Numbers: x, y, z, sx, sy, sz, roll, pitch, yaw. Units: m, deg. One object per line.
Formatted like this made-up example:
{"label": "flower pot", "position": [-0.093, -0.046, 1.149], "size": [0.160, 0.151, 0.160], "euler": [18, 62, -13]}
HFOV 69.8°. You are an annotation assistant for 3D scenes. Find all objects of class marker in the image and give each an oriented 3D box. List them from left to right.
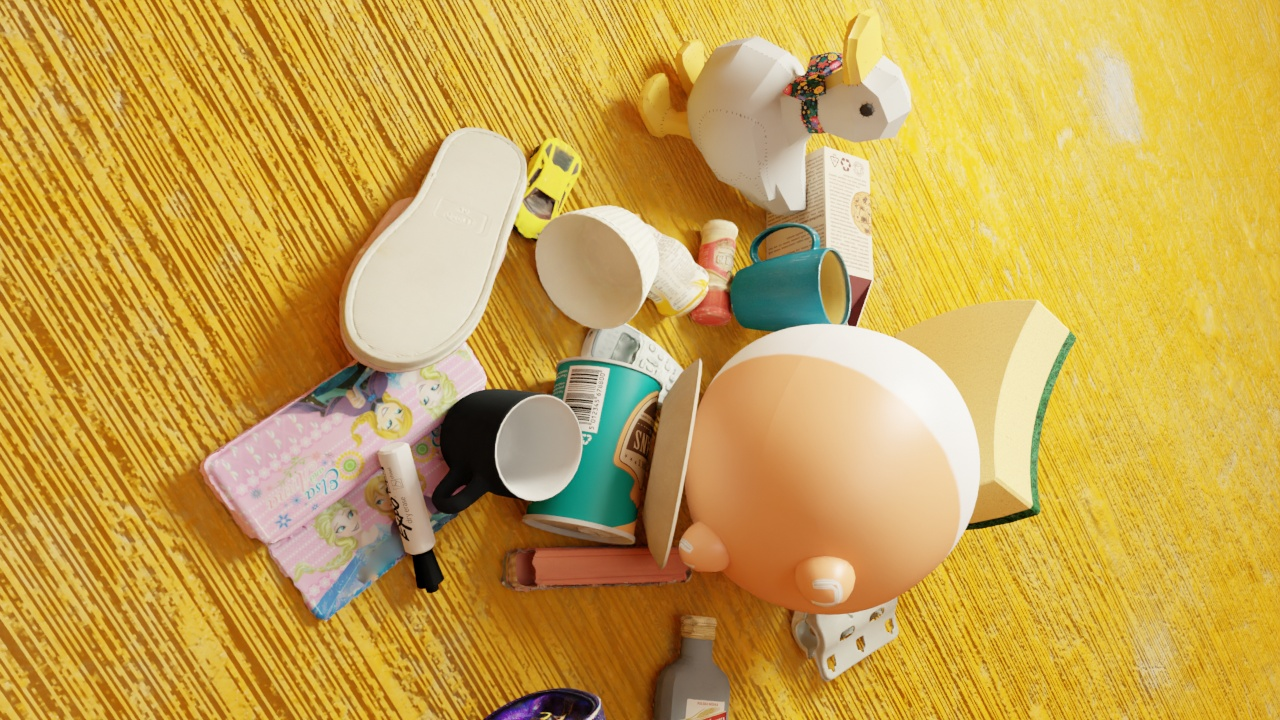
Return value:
{"label": "marker", "position": [-0.182, 0.128, 0.736], "size": [0.025, 0.025, 0.126], "euler": [-21, 105, -35]}

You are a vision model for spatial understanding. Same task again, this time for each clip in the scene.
{"label": "clip", "position": [0.212, 0.252, 0.986], "size": [0.124, 0.082, 0.147], "euler": [-18, 89, -37]}

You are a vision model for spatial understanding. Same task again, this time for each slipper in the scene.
{"label": "slipper", "position": [-0.170, -0.095, 0.782], "size": [0.114, 0.055, 0.273], "euler": [25, 53, -7]}

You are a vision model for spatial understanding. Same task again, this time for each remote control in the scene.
{"label": "remote control", "position": [-0.005, 0.005, 0.898], "size": [0.114, 0.028, 0.060], "euler": [36, 63, -23]}

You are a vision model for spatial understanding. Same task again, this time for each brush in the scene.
{"label": "brush", "position": [0.358, 0.061, 1.028], "size": [0.075, 0.195, 0.249], "euler": [35, 64, -24]}

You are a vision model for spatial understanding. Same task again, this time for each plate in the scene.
{"label": "plate", "position": [0.024, 0.088, 0.814], "size": [0.027, 0.189, 0.188], "euler": [10, 72, 1]}

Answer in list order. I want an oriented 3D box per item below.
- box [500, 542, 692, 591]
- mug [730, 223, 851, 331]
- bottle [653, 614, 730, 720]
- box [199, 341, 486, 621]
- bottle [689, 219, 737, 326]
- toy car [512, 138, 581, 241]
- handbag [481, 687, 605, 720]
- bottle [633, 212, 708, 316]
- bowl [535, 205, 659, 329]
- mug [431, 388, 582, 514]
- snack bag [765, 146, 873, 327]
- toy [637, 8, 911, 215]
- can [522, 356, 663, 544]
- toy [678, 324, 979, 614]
{"label": "box", "position": [-0.034, 0.187, 0.835], "size": [0.186, 0.053, 0.058], "euler": [4, 110, -32]}
{"label": "mug", "position": [0.149, -0.083, 0.935], "size": [0.084, 0.104, 0.112], "euler": [-6, 91, -56]}
{"label": "bottle", "position": [0.049, 0.323, 0.862], "size": [0.072, 0.046, 0.161], "euler": [15, 73, -31]}
{"label": "box", "position": [-0.211, 0.081, 0.748], "size": [0.229, 0.035, 0.159], "euler": [-39, 108, -32]}
{"label": "bottle", "position": [0.079, -0.092, 0.964], "size": [0.044, 0.044, 0.109], "euler": [16, 72, -31]}
{"label": "toy car", "position": [-0.091, -0.162, 0.873], "size": [0.049, 0.030, 0.106], "euler": [31, 67, -27]}
{"label": "handbag", "position": [-0.078, 0.387, 0.719], "size": [0.221, 0.126, 0.205], "euler": [-14, 89, -36]}
{"label": "bottle", "position": [0.017, -0.096, 0.913], "size": [0.108, 0.063, 0.063], "euler": [48, 59, -16]}
{"label": "bowl", "position": [-0.034, -0.093, 0.855], "size": [0.115, 0.116, 0.062], "euler": [57, 42, -11]}
{"label": "mug", "position": [-0.120, 0.078, 0.742], "size": [0.121, 0.095, 0.085], "euler": [-47, 120, -29]}
{"label": "snack bag", "position": [0.197, -0.116, 1.015], "size": [0.069, 0.095, 0.206], "euler": [8, 76, -32]}
{"label": "toy", "position": [0.137, -0.244, 0.917], "size": [0.140, 0.268, 0.247], "euler": [-52, 149, -29]}
{"label": "can", "position": [-0.041, 0.081, 0.816], "size": [0.099, 0.099, 0.143], "euler": [21, 70, -29]}
{"label": "toy", "position": [0.166, 0.109, 0.846], "size": [0.279, 0.263, 0.266], "euler": [-43, 130, -42]}
